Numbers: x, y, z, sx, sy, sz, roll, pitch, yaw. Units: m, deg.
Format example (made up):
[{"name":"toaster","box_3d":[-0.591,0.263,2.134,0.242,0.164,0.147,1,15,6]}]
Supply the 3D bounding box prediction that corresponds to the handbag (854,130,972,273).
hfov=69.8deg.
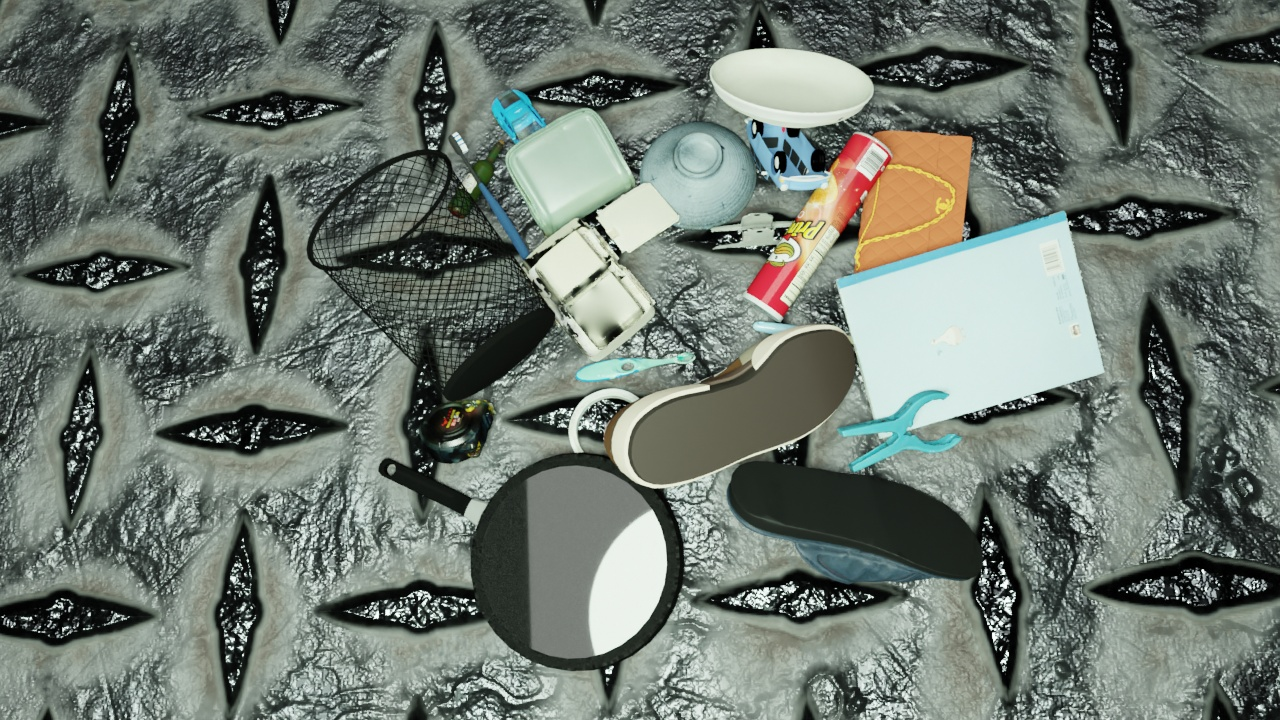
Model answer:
[{"name":"handbag","box_3d":[0.300,-0.168,1.016,0.109,0.060,0.171,8,77,10]}]

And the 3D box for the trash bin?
[{"name":"trash bin","box_3d":[-0.212,-0.081,0.973,0.184,0.184,0.210,-40,83,-6]}]

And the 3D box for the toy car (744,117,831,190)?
[{"name":"toy car","box_3d":[0.159,-0.225,1.011,0.056,0.055,0.153,-4,40,-10]}]

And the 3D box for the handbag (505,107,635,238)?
[{"name":"handbag","box_3d":[-0.083,-0.213,1.046,0.122,0.067,0.106,-32,94,-3]}]

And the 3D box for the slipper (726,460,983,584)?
[{"name":"slipper","box_3d":[0.208,0.177,0.932,0.265,0.084,0.108,13,38,-6]}]

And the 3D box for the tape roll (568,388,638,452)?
[{"name":"tape roll","box_3d":[-0.031,0.077,1.000,0.093,0.013,0.093,-1,77,4]}]

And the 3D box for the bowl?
[{"name":"bowl","box_3d":[0.065,-0.222,1.044,0.137,0.057,0.137,-1,76,4]}]

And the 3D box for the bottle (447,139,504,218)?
[{"name":"bottle","box_3d":[-0.190,-0.215,1.077,0.025,0.025,0.106,29,80,10]}]

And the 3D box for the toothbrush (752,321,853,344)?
[{"name":"toothbrush","box_3d":[0.201,-0.029,1.008,0.155,0.016,0.022,7,44,5]}]

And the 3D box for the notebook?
[{"name":"notebook","box_3d":[0.351,-0.037,0.973,0.253,0.009,0.181,-16,96,0]}]

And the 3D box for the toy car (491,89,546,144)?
[{"name":"toy car","box_3d":[-0.136,-0.277,1.086,0.048,0.032,0.105,-34,78,-5]}]

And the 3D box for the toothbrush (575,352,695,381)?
[{"name":"toothbrush","box_3d":[-0.006,0.006,1.014,0.135,0.017,0.022,-9,79,1]}]

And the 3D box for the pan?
[{"name":"pan","box_3d":[-0.127,0.182,0.967,0.356,0.034,0.225,23,83,10]}]

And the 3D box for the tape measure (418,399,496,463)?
[{"name":"tape measure","box_3d":[-0.199,0.077,0.989,0.072,0.042,0.071,3,51,9]}]

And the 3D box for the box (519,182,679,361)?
[{"name":"box","box_3d":[-0.025,-0.103,1.022,0.184,0.044,0.143,-38,74,2]}]

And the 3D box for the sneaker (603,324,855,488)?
[{"name":"sneaker","box_3d":[0.088,0.043,0.963,0.293,0.116,0.112,-26,109,-22]}]

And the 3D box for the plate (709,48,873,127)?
[{"name":"plate","box_3d":[0.167,-0.302,1.034,0.182,0.034,0.182,2,39,-2]}]

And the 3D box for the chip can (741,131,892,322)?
[{"name":"chip can","box_3d":[0.192,-0.145,0.997,0.052,0.051,0.215,35,93,11]}]

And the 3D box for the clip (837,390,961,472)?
[{"name":"clip","box_3d":[0.270,0.057,0.963,0.130,0.030,0.120,-1,100,-2]}]

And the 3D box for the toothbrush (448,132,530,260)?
[{"name":"toothbrush","box_3d":[-0.173,-0.188,1.056,0.014,0.014,0.167,-33,91,-16]}]

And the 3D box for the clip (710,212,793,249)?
[{"name":"clip","box_3d":[0.131,-0.137,1.023,0.102,0.059,0.052,-5,94,3]}]
